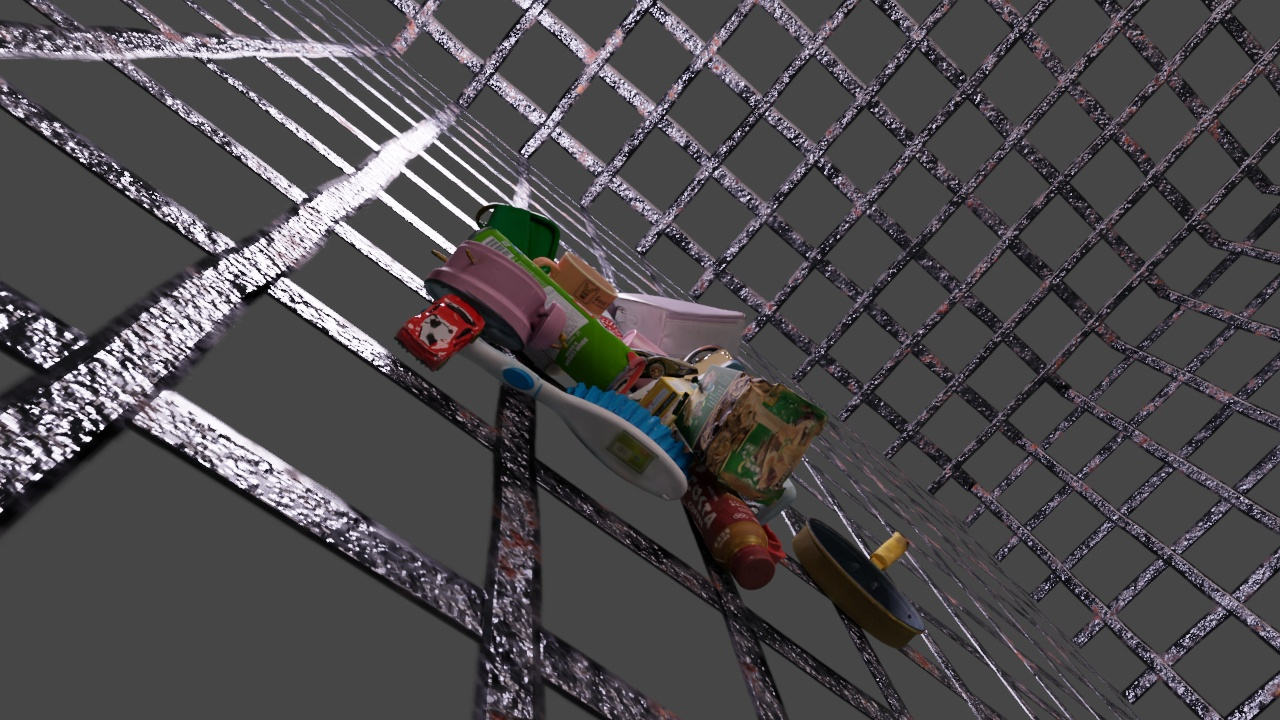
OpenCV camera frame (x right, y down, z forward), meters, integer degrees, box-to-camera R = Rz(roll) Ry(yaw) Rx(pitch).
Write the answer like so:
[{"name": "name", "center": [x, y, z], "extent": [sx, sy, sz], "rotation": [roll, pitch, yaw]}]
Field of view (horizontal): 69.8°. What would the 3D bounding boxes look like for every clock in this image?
[{"name": "clock", "center": [-0.137, -0.055, 0.918], "extent": [0.158, 0.059, 0.117], "rotation": [43, -20, -30]}]

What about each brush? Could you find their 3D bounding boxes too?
[{"name": "brush", "center": [-0.074, 0.039, 0.906], "extent": [0.314, 0.061, 0.109], "rotation": [38, 14, -4]}]

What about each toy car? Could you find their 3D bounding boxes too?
[{"name": "toy car", "center": [-0.172, -0.029, 0.810], "extent": [0.049, 0.031, 0.106], "rotation": [42, 29, -2]}, {"name": "toy car", "center": [-0.007, 0.007, 1.124], "extent": [0.158, 0.042, 0.070], "rotation": [2, -1, 16]}]

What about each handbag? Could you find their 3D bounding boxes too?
[{"name": "handbag", "center": [-0.172, -0.148, 1.221], "extent": [0.120, 0.068, 0.131], "rotation": [23, 39, -12]}, {"name": "handbag", "center": [0.052, -0.053, 1.490], "extent": [0.196, 0.098, 0.145], "rotation": [2, 19, -44]}]

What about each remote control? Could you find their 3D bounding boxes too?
[{"name": "remote control", "center": [-0.044, -0.035, 1.374], "extent": [0.055, 0.020, 0.136], "rotation": [22, 28, -47]}, {"name": "remote control", "center": [-0.137, -0.033, 1.061], "extent": [0.135, 0.019, 0.056], "rotation": [44, 10, 18]}]

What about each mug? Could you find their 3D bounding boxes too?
[{"name": "mug", "center": [-0.102, -0.074, 1.120], "extent": [0.114, 0.106, 0.081], "rotation": [33, 13, -38]}]

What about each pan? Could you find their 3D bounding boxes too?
[{"name": "pan", "center": [0.319, 0.281, 1.255], "extent": [0.197, 0.078, 0.357], "rotation": [45, 11, 20]}]

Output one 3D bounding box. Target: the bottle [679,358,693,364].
[{"name": "bottle", "center": [0.132, 0.067, 1.518], "extent": [0.218, 0.065, 0.065], "rotation": [46, 11, 28]}]

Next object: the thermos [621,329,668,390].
[{"name": "thermos", "center": [0.052, 0.033, 1.306], "extent": [0.198, 0.087, 0.067], "rotation": [37, -10, -13]}]

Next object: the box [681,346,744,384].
[{"name": "box", "center": [0.109, 0.068, 1.196], "extent": [0.184, 0.090, 0.061], "rotation": [62, -1, -30]}]

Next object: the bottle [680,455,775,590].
[{"name": "bottle", "center": [0.086, 0.164, 0.937], "extent": [0.057, 0.057, 0.175], "rotation": [36, 11, -29]}]

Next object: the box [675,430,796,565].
[{"name": "box", "center": [0.118, 0.133, 1.067], "extent": [0.095, 0.102, 0.201], "rotation": [33, 13, -35]}]

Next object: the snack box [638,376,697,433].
[{"name": "snack box", "center": [0.025, 0.061, 1.070], "extent": [0.034, 0.087, 0.140], "rotation": [44, 11, 16]}]

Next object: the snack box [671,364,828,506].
[{"name": "snack box", "center": [0.108, 0.068, 0.975], "extent": [0.117, 0.118, 0.105], "rotation": [31, 3, -31]}]

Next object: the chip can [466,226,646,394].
[{"name": "chip can", "center": [-0.102, -0.050, 1.012], "extent": [0.236, 0.072, 0.072], "rotation": [41, 10, 12]}]

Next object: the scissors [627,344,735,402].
[{"name": "scissors", "center": [0.062, 0.028, 1.266], "extent": [0.222, 0.015, 0.188], "rotation": [38, 48, -15]}]
